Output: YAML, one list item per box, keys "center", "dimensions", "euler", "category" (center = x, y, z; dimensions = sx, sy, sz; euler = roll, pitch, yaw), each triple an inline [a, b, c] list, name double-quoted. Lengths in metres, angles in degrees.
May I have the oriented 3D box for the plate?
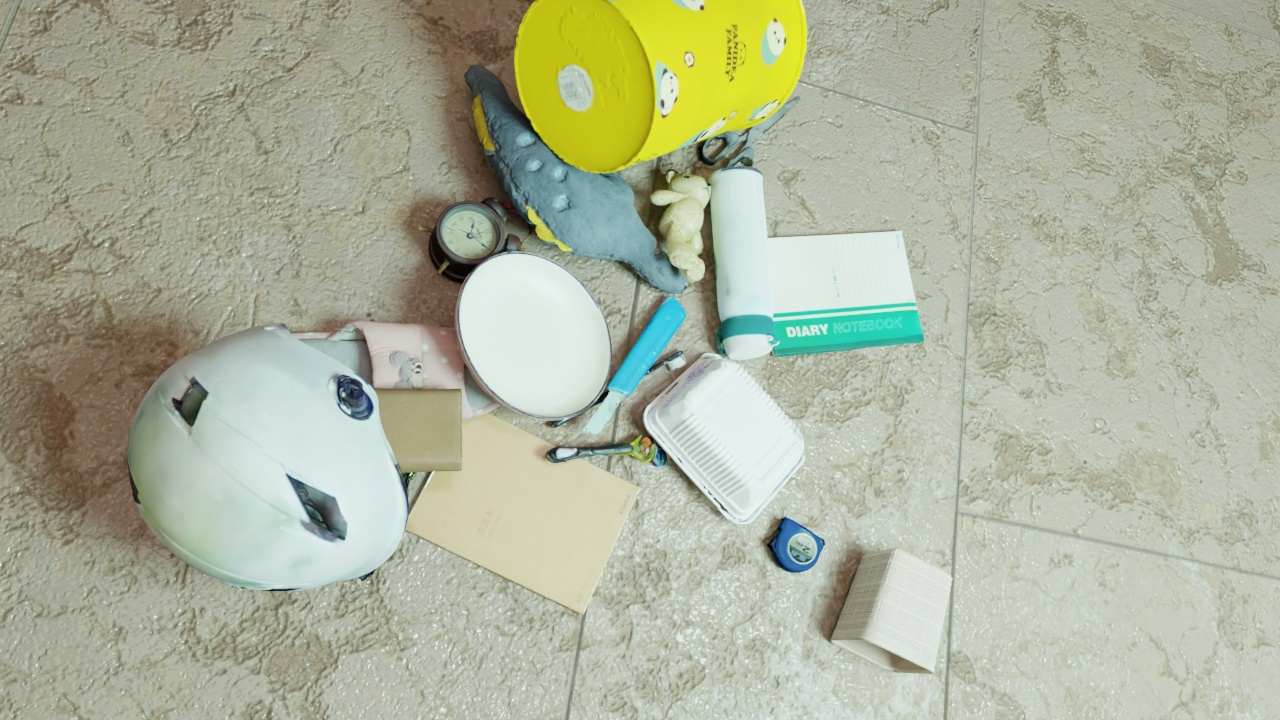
- center: [-0.118, -0.023, 0.990]
  dimensions: [0.192, 0.039, 0.192]
  euler: [17, 61, -33]
  category: "plate"

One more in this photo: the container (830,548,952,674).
- center: [0.280, 0.275, 1.014]
  dimensions: [0.090, 0.090, 0.110]
  euler: [27, 67, -6]
  category: "container"

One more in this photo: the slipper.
- center: [-0.269, 0.011, 0.953]
  dimensions: [0.274, 0.055, 0.114]
  euler: [2, 71, -12]
  category: "slipper"

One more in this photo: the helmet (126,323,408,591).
- center: [-0.345, 0.100, 0.806]
  dimensions: [0.258, 0.145, 0.229]
  euler: [47, 113, 9]
  category: "helmet"

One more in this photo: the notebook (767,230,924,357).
- center: [0.246, -0.085, 1.139]
  dimensions: [0.209, 0.012, 0.150]
  euler: [-6, 78, -16]
  category: "notebook"

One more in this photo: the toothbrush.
- center: [-0.023, 0.034, 1.036]
  dimensions: [0.180, 0.016, 0.018]
  euler: [-27, 93, -20]
  category: "toothbrush"

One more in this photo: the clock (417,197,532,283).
- center: [-0.180, -0.136, 1.018]
  dimensions: [0.121, 0.055, 0.082]
  euler: [-21, 81, -20]
  category: "clock"

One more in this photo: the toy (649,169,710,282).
- center: [0.053, -0.157, 1.062]
  dimensions: [0.105, 0.066, 0.157]
  euler: [40, 38, -37]
  category: "toy"

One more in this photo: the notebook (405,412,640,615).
- center: [-0.123, 0.158, 0.980]
  dimensions: [0.211, 0.012, 0.149]
  euler: [27, 71, -6]
  category: "notebook"

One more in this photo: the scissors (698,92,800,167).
- center: [0.151, -0.283, 1.167]
  dimensions: [0.173, 0.014, 0.142]
  euler: [-8, 75, -18]
  category: "scissors"

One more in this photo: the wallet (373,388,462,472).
- center: [-0.232, 0.068, 0.897]
  dimensions: [0.115, 0.033, 0.090]
  euler: [-1, 63, -11]
  category: "wallet"

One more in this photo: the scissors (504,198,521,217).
- center: [-0.094, -0.189, 1.077]
  dimensions: [0.135, 0.017, 0.064]
  euler: [3, 66, -17]
  category: "scissors"

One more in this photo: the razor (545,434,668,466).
- center: [-0.034, 0.098, 1.003]
  dimensions: [0.142, 0.022, 0.042]
  euler: [-1, 74, -24]
  category: "razor"

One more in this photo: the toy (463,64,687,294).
- center: [-0.084, -0.191, 1.029]
  dimensions: [0.356, 0.092, 0.137]
  euler: [44, 32, -6]
  category: "toy"

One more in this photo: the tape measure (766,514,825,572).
- center: [0.174, 0.211, 1.035]
  dimensions: [0.058, 0.025, 0.054]
  euler: [31, 72, -1]
  category: "tape measure"

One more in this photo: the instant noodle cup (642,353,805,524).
- center: [0.104, 0.079, 1.025]
  dimensions: [0.173, 0.060, 0.137]
  euler: [47, 61, 2]
  category: "instant noodle cup"

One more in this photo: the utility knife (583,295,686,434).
- center: [-0.006, 0.006, 1.032]
  dimensions: [0.034, 0.018, 0.202]
  euler: [37, 62, -4]
  category: "utility knife"

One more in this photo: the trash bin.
- center: [0.018, -0.326, 0.985]
  dimensions: [0.229, 0.230, 0.254]
  euler: [51, 48, 2]
  category: "trash bin"

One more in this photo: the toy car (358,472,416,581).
- center: [-0.255, 0.142, 0.920]
  dimensions: [0.042, 0.070, 0.158]
  euler: [19, 69, -8]
  category: "toy car"

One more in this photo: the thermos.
- center: [0.118, -0.113, 1.085]
  dimensions: [0.073, 0.073, 0.224]
  euler: [1, 76, -15]
  category: "thermos"
